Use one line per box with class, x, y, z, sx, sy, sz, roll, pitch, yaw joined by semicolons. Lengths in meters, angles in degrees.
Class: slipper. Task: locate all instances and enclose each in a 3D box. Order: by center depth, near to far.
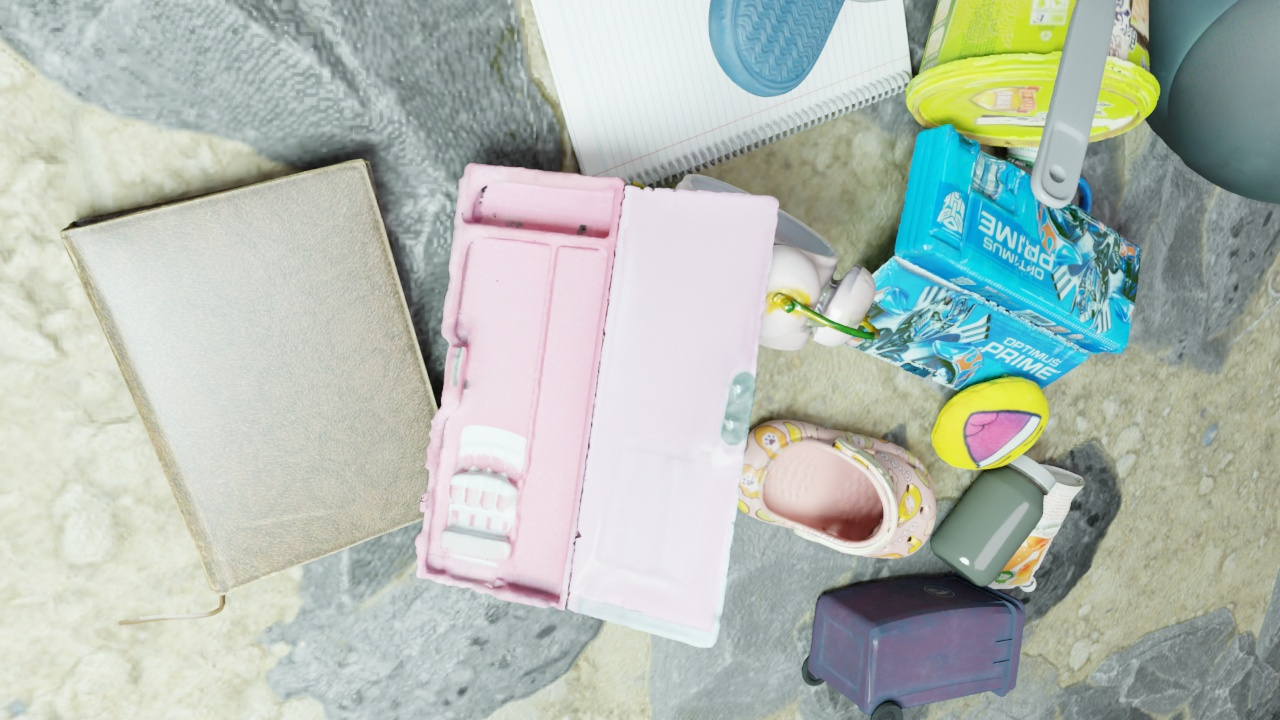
slipper;0.086;-0.249;0.511;0.103;0.059;0.213;20;85;-40
slipper;0.157;0.101;0.675;0.197;0.081;0.093;22;96;-30

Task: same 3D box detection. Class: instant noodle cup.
instant noodle cup;0.247;-0.200;0.576;0.146;0.146;0.098;8;88;-29

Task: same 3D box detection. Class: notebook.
notebook;-0.206;0.019;0.483;0.189;0.034;0.216;-19;116;-20
notebook;0.056;-0.214;0.546;0.245;0.013;0.178;-25;117;-17

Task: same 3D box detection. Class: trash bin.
trash bin;0.228;0.234;0.754;0.160;0.094;0.092;0;99;-26

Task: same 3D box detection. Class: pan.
pan;0.247;-0.226;0.484;0.200;0.051;0.356;25;76;-7

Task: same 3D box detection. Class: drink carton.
drink carton;0.352;0.157;0.827;0.069;0.039;0.122;6;111;-28

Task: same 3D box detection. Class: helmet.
helmet;0.474;-0.223;0.628;0.316;0.248;0.236;29;123;-36

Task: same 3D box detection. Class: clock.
clock;0.068;-0.051;0.524;0.116;0.158;0.059;5;119;-44

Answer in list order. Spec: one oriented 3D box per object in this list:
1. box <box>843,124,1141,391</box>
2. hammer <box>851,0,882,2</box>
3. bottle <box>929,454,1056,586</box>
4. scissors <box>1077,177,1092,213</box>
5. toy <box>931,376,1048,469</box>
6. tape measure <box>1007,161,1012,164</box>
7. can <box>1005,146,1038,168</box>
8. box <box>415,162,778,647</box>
box;0.262;-0.046;0.665;0.243;0.071;0.170;18;108;-32
hammer;0.172;-0.331;0.511;0.125;0.030;0.310;43;71;-38
bottle;0.297;0.132;0.769;0.060;0.060;0.108;40;88;-32
scissors;0.335;-0.083;0.737;0.127;0.015;0.125;-20;115;-16
toy;0.279;0.050;0.733;0.094;0.041;0.096;25;121;-30
tape measure;0.253;-0.119;0.679;0.065;0.017;0.064;16;101;-31
can;0.300;-0.189;0.656;0.053;0.053;0.101;9;103;-30
box;-0.026;0.020;0.488;0.179;0.039;0.232;10;94;15
